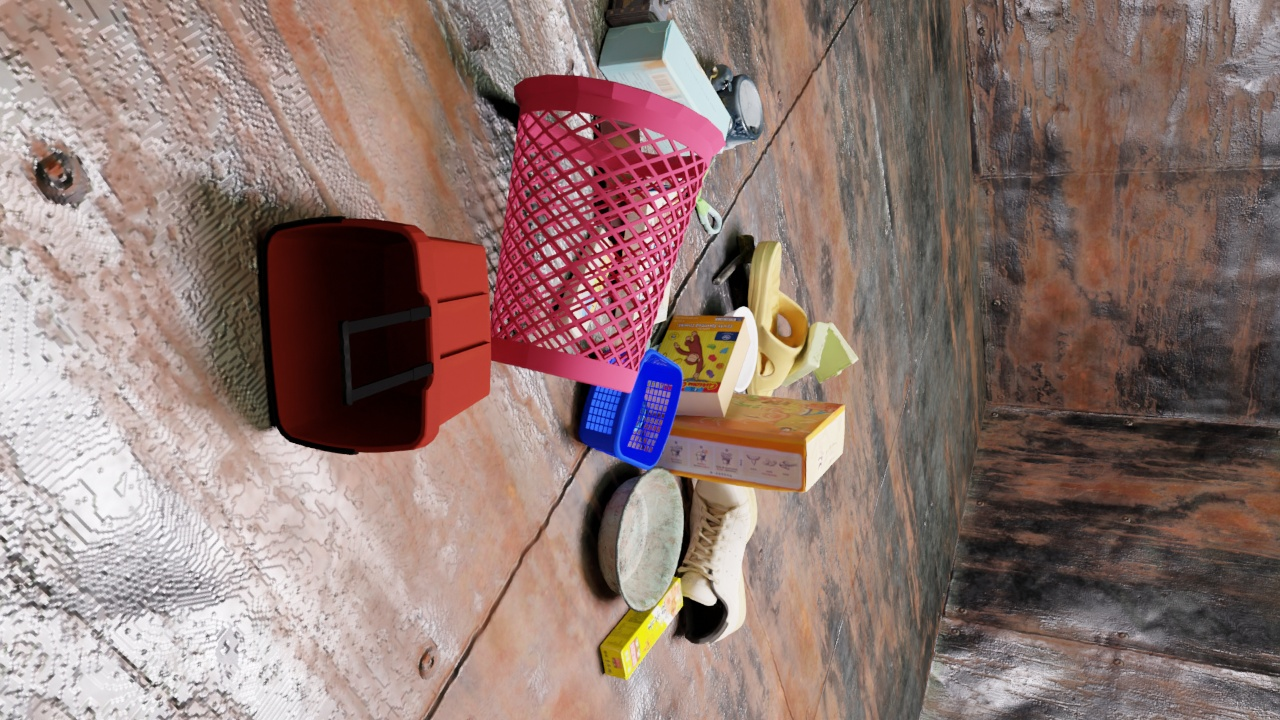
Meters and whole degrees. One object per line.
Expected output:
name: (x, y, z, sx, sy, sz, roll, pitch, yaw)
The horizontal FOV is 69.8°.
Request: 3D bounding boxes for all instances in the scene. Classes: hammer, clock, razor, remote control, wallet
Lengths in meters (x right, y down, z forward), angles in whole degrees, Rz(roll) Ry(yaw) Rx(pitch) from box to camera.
hammer: (0.122, -0.375, 0.873, 0.044, 0.323, 0.098, 29, 67, -59)
clock: (0.108, -0.313, 1.138, 0.129, 0.052, 0.090, 7, 79, -59)
razor: (0.125, -0.128, 1.231, 0.105, 0.026, 0.042, -47, 135, -45)
remote control: (-0.053, -0.077, 0.908, 0.038, 0.018, 0.125, 59, 41, -47)
wallet: (-0.022, -0.196, 0.956, 0.091, 0.018, 0.115, -15, 103, -61)

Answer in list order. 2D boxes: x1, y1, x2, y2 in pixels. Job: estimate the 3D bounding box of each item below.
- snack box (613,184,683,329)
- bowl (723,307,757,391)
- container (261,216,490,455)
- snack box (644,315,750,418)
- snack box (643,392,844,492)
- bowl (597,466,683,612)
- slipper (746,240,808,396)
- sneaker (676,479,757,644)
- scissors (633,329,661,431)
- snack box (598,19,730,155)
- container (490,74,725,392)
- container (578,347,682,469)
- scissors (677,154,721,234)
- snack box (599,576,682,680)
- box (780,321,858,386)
snack box: (0.009, -0.111, 0.981, 0.081, 0.026, 0.150, -24, 126, -58)
bowl: (0.114, -0.015, 1.201, 0.109, 0.041, 0.110, -12, 103, -61)
container: (-0.175, -0.015, 0.570, 0.200, 0.127, 0.148, -25, 116, -70)
snack box: (0.066, 0.005, 1.052, 0.125, 0.088, 0.040, -66, 148, -41)
snack box: (0.123, 0.095, 1.066, 0.144, 0.196, 0.081, -24, 116, -59)
bowl: (-0.003, 0.193, 1.010, 0.157, 0.039, 0.157, -12, 104, -61)
slipper: (0.195, -0.048, 1.290, 0.099, 0.078, 0.264, -63, 154, -46)
sneaker: (0.083, 0.246, 1.141, 0.102, 0.089, 0.242, -21, 116, -51)
scissors: (-0.007, 0.005, 1.015, 0.125, 0.015, 0.136, 42, 51, -57)
snack box: (0.029, -0.284, 0.975, 0.174, 0.075, 0.053, 41, 57, -56)
container: (-0.043, -0.096, 0.777, 0.183, 0.183, 0.225, 17, 86, -61)
container: (-0.012, 0.046, 0.941, 0.096, 0.058, 0.114, 31, 74, -55)
scissors: (0.069, -0.201, 1.122, 0.171, 0.023, 0.169, -63, 150, -33)
snack box: (0.004, 0.301, 1.047, 0.147, 0.029, 0.040, -37, 125, -55)
box: (0.251, -0.008, 1.349, 0.188, 0.089, 0.077, 105, -19, -80)
